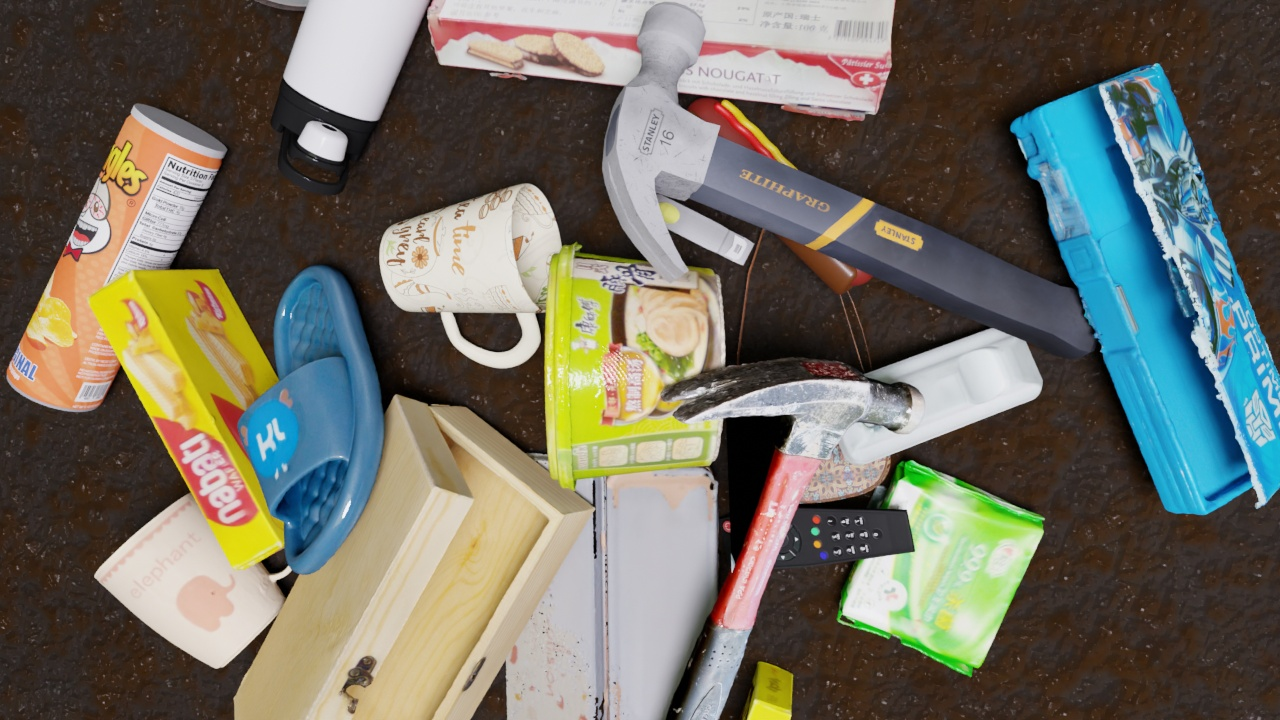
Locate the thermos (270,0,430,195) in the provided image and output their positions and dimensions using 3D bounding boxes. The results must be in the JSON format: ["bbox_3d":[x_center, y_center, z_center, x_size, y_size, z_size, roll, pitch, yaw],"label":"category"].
[{"bbox_3d":[-0.162,-0.221,0.559,0.068,0.101,0.230,19,112,-28],"label":"thermos"}]

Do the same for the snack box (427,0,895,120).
[{"bbox_3d":[0.012,-0.201,0.556,0.273,0.044,0.076,9,59,8],"label":"snack box"}]

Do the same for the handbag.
[{"bbox_3d":[0.101,-0.007,0.584,0.094,0.043,0.195,-8,85,14],"label":"handbag"}]

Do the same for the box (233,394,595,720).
[{"bbox_3d":[-0.162,0.159,0.585,0.141,0.148,0.249,36,101,34],"label":"box"}]

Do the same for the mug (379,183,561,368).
[{"bbox_3d":[-0.105,-0.049,0.599,0.097,0.080,0.122,-6,121,17],"label":"mug"}]

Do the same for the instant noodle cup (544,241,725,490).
[{"bbox_3d":[-0.003,0.003,0.546,0.098,0.146,0.146,0,95,-1],"label":"instant noodle cup"}]

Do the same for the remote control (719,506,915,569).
[{"bbox_3d":[0.109,0.110,0.578,0.125,0.010,0.039,-11,93,32],"label":"remote control"}]

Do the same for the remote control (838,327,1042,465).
[{"bbox_3d":[0.176,0.019,0.547,0.133,0.022,0.050,-19,82,-11],"label":"remote control"}]

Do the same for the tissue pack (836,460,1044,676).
[{"bbox_3d":[0.185,0.128,0.577,0.099,0.034,0.114,21,100,6],"label":"tissue pack"}]

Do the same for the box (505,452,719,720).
[{"bbox_3d":[-0.021,0.171,0.614,0.157,0.063,0.216,2,96,20],"label":"box"}]

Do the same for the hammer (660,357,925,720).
[{"bbox_3d":[0.044,0.149,0.529,0.140,0.036,0.327,9,111,-21],"label":"hammer"}]

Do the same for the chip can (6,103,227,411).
[{"bbox_3d":[-0.364,-0.069,0.637,0.062,0.062,0.210,32,100,5],"label":"chip can"}]

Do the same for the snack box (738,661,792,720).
[{"bbox_3d":[0.065,0.277,0.597,0.025,0.061,0.149,18,98,8],"label":"snack box"}]

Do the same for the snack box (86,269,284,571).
[{"bbox_3d":[-0.279,0.034,0.617,0.042,0.092,0.200,-28,90,11],"label":"snack box"}]

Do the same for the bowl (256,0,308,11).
[{"bbox_3d":[-0.222,-0.305,0.578,0.150,0.056,0.151,-12,124,-19],"label":"bowl"}]

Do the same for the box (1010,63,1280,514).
[{"bbox_3d":[0.302,-0.042,0.511,0.090,0.066,0.243,-23,91,-17],"label":"box"}]

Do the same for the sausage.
[{"bbox_3d":[0.083,-0.103,0.559,0.040,0.040,0.155,-45,79,10],"label":"sausage"}]

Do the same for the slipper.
[{"bbox_3d":[-0.209,0.026,0.576,0.104,0.059,0.213,-35,55,30],"label":"slipper"}]

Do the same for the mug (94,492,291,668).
[{"bbox_3d":[-0.296,0.146,0.643,0.111,0.085,0.104,-45,97,-18],"label":"mug"}]

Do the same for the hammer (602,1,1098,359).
[{"bbox_3d":[0.128,-0.076,0.517,0.312,0.035,0.139,20,77,-13],"label":"hammer"}]

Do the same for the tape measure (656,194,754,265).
[{"bbox_3d":[0.038,-0.080,0.566,0.065,0.064,0.017,29,99,10],"label":"tape measure"}]
